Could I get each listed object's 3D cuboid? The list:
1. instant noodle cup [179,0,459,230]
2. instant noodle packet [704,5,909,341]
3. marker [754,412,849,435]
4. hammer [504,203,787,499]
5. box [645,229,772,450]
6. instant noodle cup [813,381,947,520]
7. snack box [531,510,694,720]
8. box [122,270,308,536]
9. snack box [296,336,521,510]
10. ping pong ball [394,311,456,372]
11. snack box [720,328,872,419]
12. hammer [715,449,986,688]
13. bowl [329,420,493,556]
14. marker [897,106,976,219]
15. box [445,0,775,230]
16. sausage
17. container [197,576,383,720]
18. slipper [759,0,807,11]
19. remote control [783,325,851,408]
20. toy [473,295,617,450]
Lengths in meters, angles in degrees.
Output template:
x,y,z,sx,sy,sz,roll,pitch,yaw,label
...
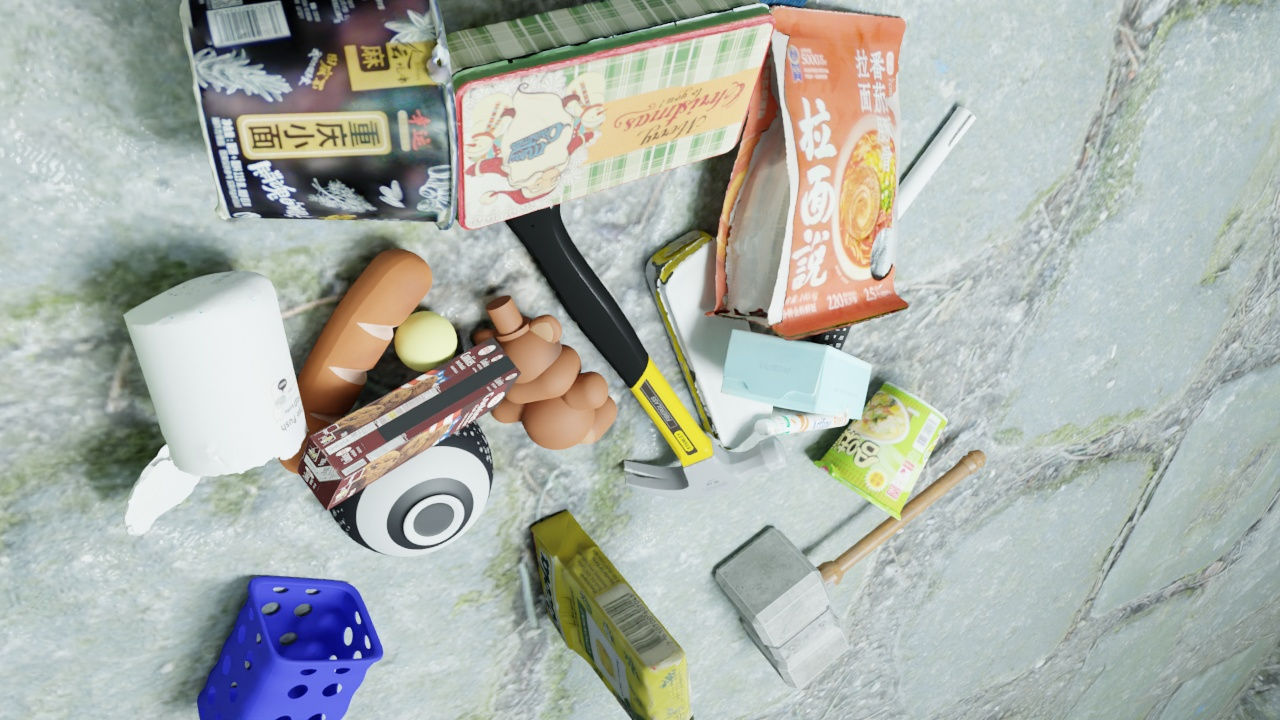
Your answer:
x,y,z,sx,sy,sz,roll,pitch,yaw,label
-0.159,-0.129,0.457,0.112,0.137,0.137,-9,125,-19,instant noodle cup
0.134,-0.140,0.678,0.164,0.084,0.221,-13,113,-39,instant noodle packet
0.149,0.056,0.837,0.145,0.017,0.017,-1,121,-50,marker
-0.004,0.004,0.694,0.127,0.029,0.324,-23,129,15,hammer
0.061,-0.010,0.742,0.064,0.037,0.210,-35,133,-13,box
0.239,0.084,0.894,0.099,0.099,0.108,33,91,-43,instant noodle cup
-0.026,0.222,0.745,0.045,0.181,0.121,-24,132,-24,snack box
-0.255,0.030,0.530,0.126,0.084,0.156,-4,110,10,box
-0.146,0.038,0.588,0.140,0.032,0.051,-33,171,-39,snack box
-0.141,-0.012,0.602,0.040,0.040,0.040,-17,128,-24,ping pong ball
0.128,0.014,0.728,0.174,0.075,0.053,14,88,-66,snack box
0.244,0.192,0.973,0.317,0.083,0.163,-36,133,-8,hammer
-0.156,0.093,0.646,0.120,0.066,0.120,-17,128,-24,bowl
0.233,-0.153,0.770,0.017,0.020,0.134,29,102,-33,marker
-0.024,-0.155,0.548,0.205,0.051,0.118,-21,156,-23,box
-0.185,0.001,0.579,0.164,0.044,0.039,-57,167,13,sausage
-0.256,0.229,0.663,0.085,0.084,0.114,16,111,-41,container
0.008,-0.267,0.517,0.294,0.060,0.118,13,118,-53,slipper
0.166,-0.017,0.822,0.033,0.015,0.147,0,120,-34,remote control
-0.071,0.008,0.654,0.095,0.065,0.128,-11,120,24,toy
